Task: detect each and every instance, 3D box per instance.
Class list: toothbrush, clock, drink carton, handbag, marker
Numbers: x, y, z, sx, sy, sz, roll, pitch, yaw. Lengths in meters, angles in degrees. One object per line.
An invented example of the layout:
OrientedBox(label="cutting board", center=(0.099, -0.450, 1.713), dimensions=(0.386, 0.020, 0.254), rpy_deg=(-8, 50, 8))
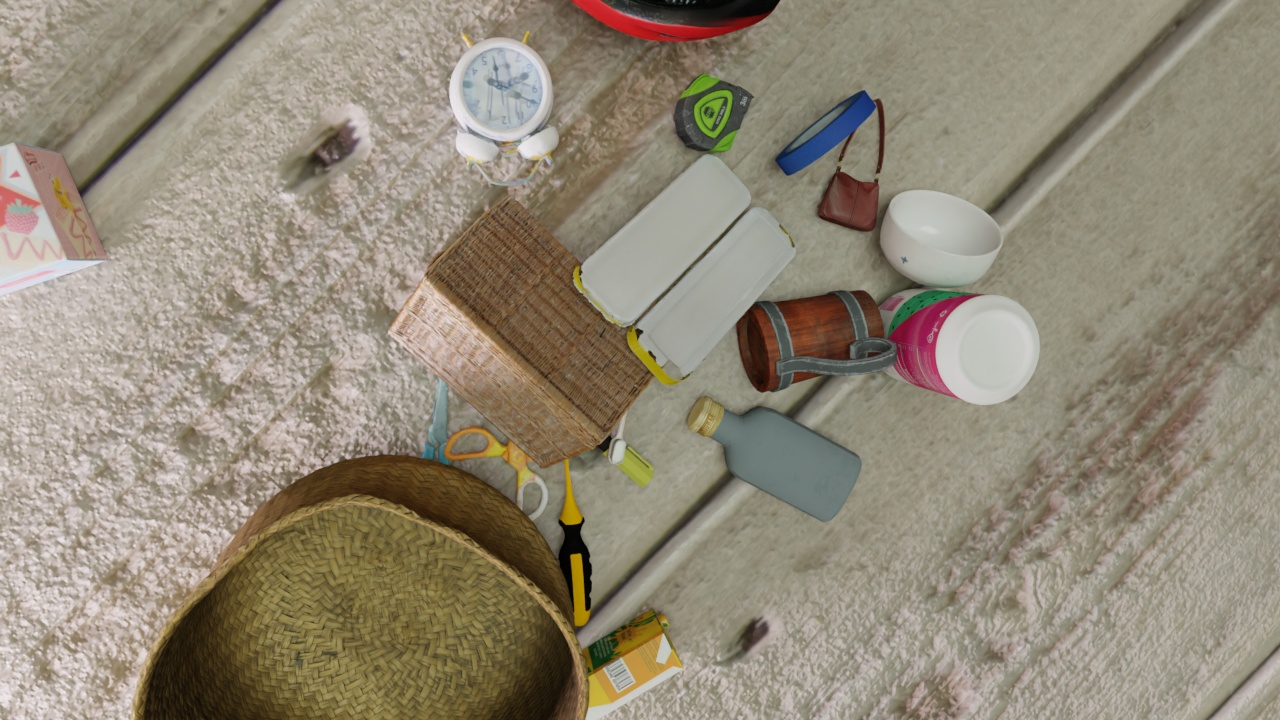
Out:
OrientedBox(label="toothbrush", center=(-0.063, 0.148, 0.834), dimensions=(0.031, 0.031, 0.197), rpy_deg=(-6, 100, -11))
OrientedBox(label="toothbrush", center=(-0.005, 0.005, 0.825), dimensions=(0.015, 0.018, 0.181), rpy_deg=(13, 87, -13))
OrientedBox(label="clock", center=(-0.115, -0.212, 0.776), dimensions=(0.088, 0.052, 0.125), rpy_deg=(-7, 101, -9))
OrientedBox(label="drink carton", center=(-0.022, 0.283, 0.845), dimensions=(0.122, 0.058, 0.041), rpy_deg=(-30, 100, -4))
OrientedBox(label="handbag", center=(0.203, -0.182, 0.842), dimensions=(0.055, 0.029, 0.119), rpy_deg=(15, 89, -12))
OrientedBox(label="marker", center=(-0.037, 0.069, 0.837), dimensions=(0.124, 0.017, 0.021), rpy_deg=(42, 89, -10))

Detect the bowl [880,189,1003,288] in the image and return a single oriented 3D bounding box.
OrientedBox(label="bowl", center=(0.266, -0.104, 0.826), dimensions=(0.105, 0.104, 0.054), rpy_deg=(2, 133, -9))

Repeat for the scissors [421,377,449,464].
OrientedBox(label="scissors", center=(-0.181, 0.074, 0.818), dimensions=(0.056, 0.015, 0.137), rpy_deg=(6, 101, -7))

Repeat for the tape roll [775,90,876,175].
OrientedBox(label="tape roll", center=(0.160, -0.197, 0.797), dimensions=(0.093, 0.091, 0.016), rpy_deg=(-42, 101, -7))

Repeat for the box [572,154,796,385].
OrientedBox(label="box", center=(0.044, -0.083, 0.776), dimensions=(0.127, 0.023, 0.209), rpy_deg=(49, 56, -9))

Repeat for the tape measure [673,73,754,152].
OrientedBox(label="tape measure", center=(0.059, -0.217, 0.810), dimensions=(0.058, 0.036, 0.065), rpy_deg=(25, 89, -20))

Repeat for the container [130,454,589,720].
OrientedBox(label="container", center=(-0.210, 0.231, 0.737), dimensions=(0.307, 0.196, 0.307), rpy_deg=(-2, 100, -10))

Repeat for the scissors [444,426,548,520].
OrientedBox(label="scissors", center=(-0.113, 0.088, 0.828), dimensions=(0.125, 0.011, 0.128), rpy_deg=(-4, 101, -14))

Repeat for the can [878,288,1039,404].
OrientedBox(label="can", center=(0.265, -0.016, 0.798), dimensions=(0.088, 0.166, 0.088), rpy_deg=(-1, 97, -9))

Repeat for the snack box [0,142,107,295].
OrientedBox(label="snack box", center=(-0.494, -0.107, 0.714), dimensions=(0.093, 0.079, 0.095), rpy_deg=(-20, 99, -6))

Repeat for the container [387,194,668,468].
OrientedBox(label="container", center=(-0.093, -0.016, 0.752), dimensions=(0.198, 0.113, 0.113), rpy_deg=(44, 54, -10))

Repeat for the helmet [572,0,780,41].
OrientedBox(label="helmet", center=(0.005, -0.370, 0.714), dimensions=(0.272, 0.167, 0.217), rpy_deg=(36, 91, -11))

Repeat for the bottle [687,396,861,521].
OrientedBox(label="bottle", center=(0.120, 0.084, 0.849), dimensions=(0.161, 0.046, 0.072), rpy_deg=(28, 92, -11))

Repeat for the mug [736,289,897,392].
OrientedBox(label="mug", center=(0.158, -0.014, 0.810), dimensions=(0.111, 0.117, 0.081), rpy_deg=(-12, 116, -11))
